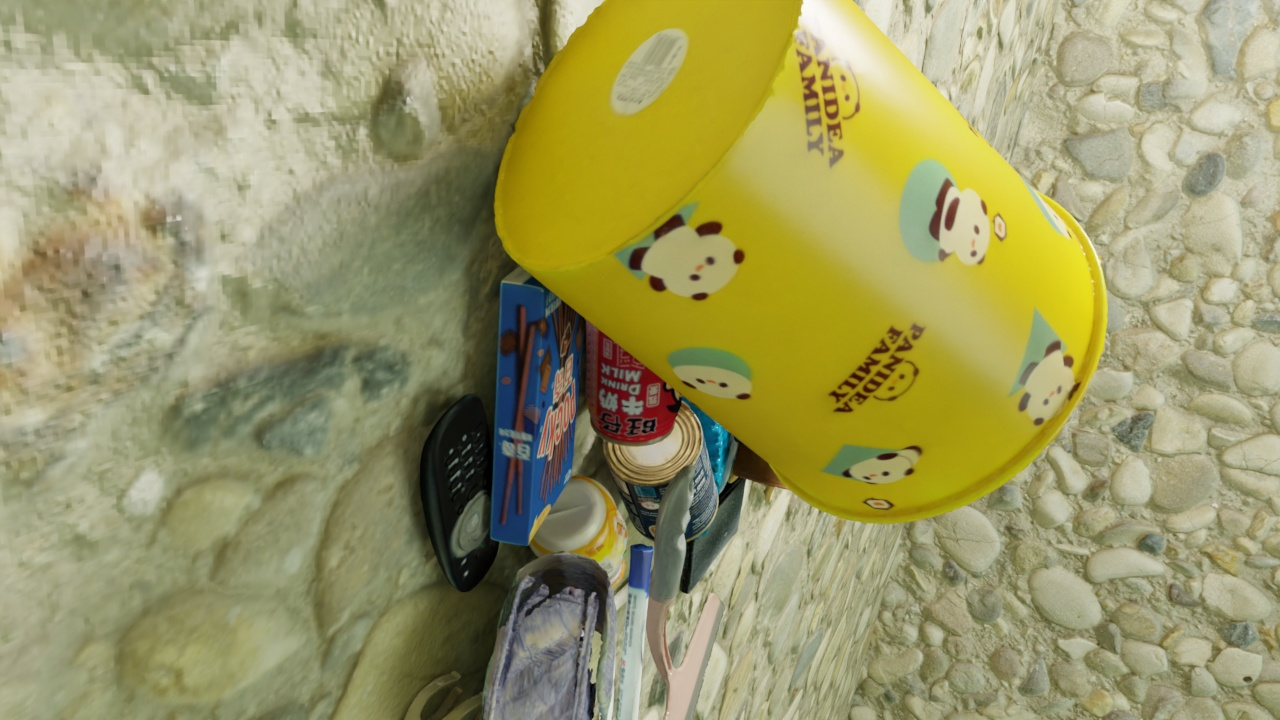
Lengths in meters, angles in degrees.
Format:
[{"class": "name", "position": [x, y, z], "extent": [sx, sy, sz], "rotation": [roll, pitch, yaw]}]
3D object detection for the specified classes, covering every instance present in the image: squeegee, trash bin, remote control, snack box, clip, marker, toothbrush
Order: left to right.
[{"class": "clip", "position": [-0.134, 0.233, 0.549], "extent": [0.099, 0.035, 0.071], "rotation": [-38, 141, -43]}, {"class": "remote control", "position": [-0.101, 0.074, 0.509], "extent": [0.053, 0.024, 0.137], "rotation": [-53, 153, -45]}, {"class": "snack box", "position": [-0.058, 0.018, 0.528], "extent": [0.084, 0.026, 0.157], "rotation": [-57, 156, -65]}, {"class": "toothbrush", "position": [-0.037, 0.224, 0.767], "extent": [0.179, 0.016, 0.016], "rotation": [-32, 137, -55]}, {"class": "marker", "position": [-0.005, 0.199, 0.636], "extent": [0.016, 0.017, 0.146], "rotation": [-12, 109, -63]}, {"class": "squeegee", "position": [0.023, 0.177, 0.680], "extent": [0.246, 0.040, 0.250], "rotation": [-58, 152, -55]}, {"class": "trash bin", "position": [0.078, -0.064, 0.482], "extent": [0.255, 0.230, 0.229], "rotation": [33, 76, -37]}]

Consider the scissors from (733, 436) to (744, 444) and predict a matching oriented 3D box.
[{"class": "scissors", "position": [0.081, 0.017, 0.745], "extent": [0.162, 0.012, 0.164], "rotation": [-52, 147, -54]}]

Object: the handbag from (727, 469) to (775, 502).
[{"class": "handbag", "position": [0.144, 0.046, 0.923], "extent": [0.179, 0.063, 0.163], "rotation": [93, 22, -69]}]

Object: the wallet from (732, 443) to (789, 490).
[{"class": "wallet", "position": [0.115, 0.044, 0.817], "extent": [0.119, 0.035, 0.130], "rotation": [177, -74, -76]}]

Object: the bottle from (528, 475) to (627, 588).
[{"class": "bottle", "position": [-0.039, 0.125, 0.633], "extent": [0.063, 0.063, 0.108], "rotation": [-59, 154, -24]}]

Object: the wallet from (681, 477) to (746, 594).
[{"class": "wallet", "position": [0.079, 0.182, 0.985], "extent": [0.120, 0.019, 0.097], "rotation": [-42, 144, -45]}]

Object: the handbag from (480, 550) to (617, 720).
[{"class": "handbag", "position": [-0.053, 0.215, 0.591], "extent": [0.194, 0.075, 0.134], "rotation": [96, 3, -62]}]

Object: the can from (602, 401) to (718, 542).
[{"class": "can", "position": [0.017, 0.085, 0.703], "extent": [0.075, 0.075, 0.111], "rotation": [-59, 155, -25]}]

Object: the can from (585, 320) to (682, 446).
[{"class": "can", "position": [-0.004, 0.004, 0.614], "extent": [0.066, 0.066, 0.094], "rotation": [-41, 143, -48]}]

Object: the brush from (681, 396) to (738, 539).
[{"class": "brush", "position": [0.063, -0.003, 0.777], "extent": [0.109, 0.060, 0.315], "rotation": [-45, 144, -54]}]
